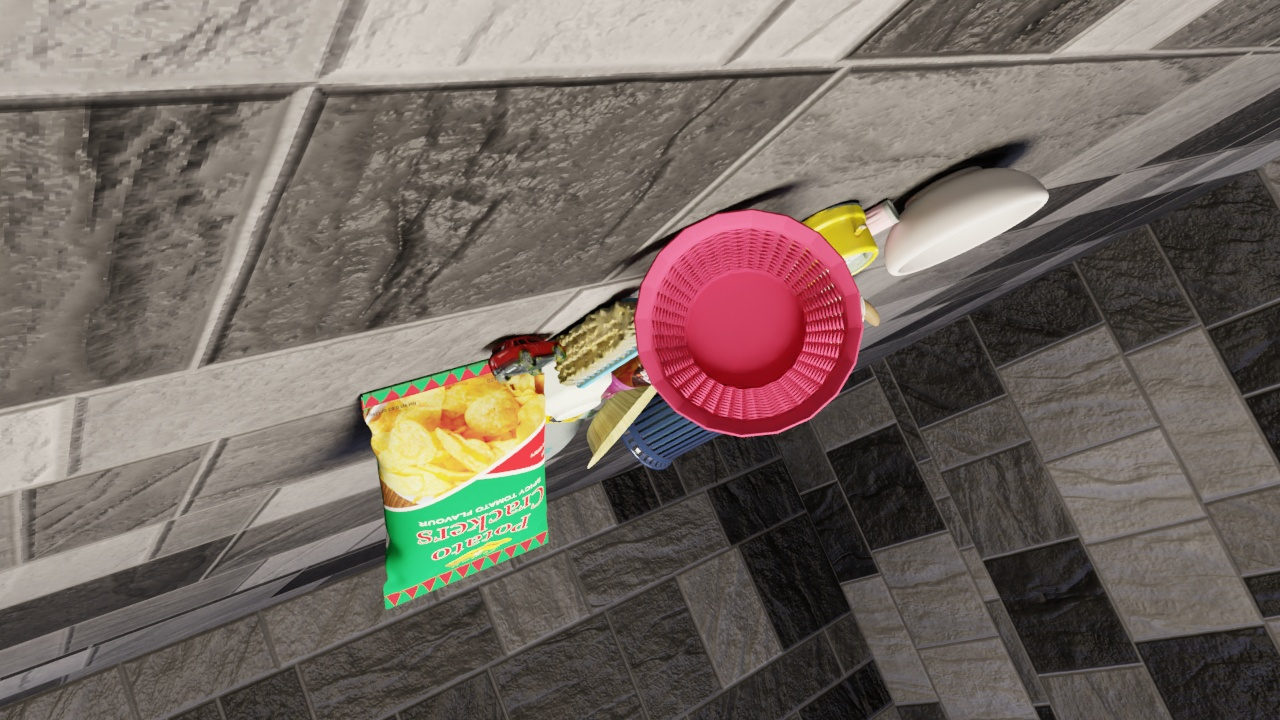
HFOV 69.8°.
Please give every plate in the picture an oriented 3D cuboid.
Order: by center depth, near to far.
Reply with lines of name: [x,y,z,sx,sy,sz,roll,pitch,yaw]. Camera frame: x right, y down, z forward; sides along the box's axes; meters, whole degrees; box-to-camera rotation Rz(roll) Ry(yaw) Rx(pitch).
plate: [-0.025,0.064,1.247,0.184,0.036,0.184,-50,174,-7]

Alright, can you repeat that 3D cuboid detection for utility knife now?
utility knife: [-0.099,0.067,1.158,0.030,0.018,0.190,-40,166,17]

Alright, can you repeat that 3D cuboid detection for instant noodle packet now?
instant noodle packet: [-0.179,0.120,0.939,0.195,0.253,0.090,-17,-147,-33]

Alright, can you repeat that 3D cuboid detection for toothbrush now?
toothbrush: [0.176,-0.110,1.000,0.223,0.027,0.026,-27,-157,28]

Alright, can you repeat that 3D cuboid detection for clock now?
clock: [0.194,-0.112,0.927,0.083,0.057,0.119,-25,164,4]

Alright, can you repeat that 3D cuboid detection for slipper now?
slipper: [-0.112,0.063,1.235,0.098,0.054,0.270,-11,154,-43]

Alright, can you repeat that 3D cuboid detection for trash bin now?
trash bin: [0.098,0.053,1.381,0.250,0.139,0.139,-31,168,31]

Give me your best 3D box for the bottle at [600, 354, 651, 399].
bottle: [-0.007,0.006,1.096,0.166,0.059,0.059,-29,169,28]

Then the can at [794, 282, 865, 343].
can: [0.244,-0.069,1.199,0.087,0.086,0.116,-26,170,16]

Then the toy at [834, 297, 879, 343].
toy: [0.279,-0.065,1.308,0.134,0.106,0.108,-23,-178,-26]

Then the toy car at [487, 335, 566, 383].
toy car: [-0.108,-0.003,0.877,0.042,0.036,0.091,-29,168,27]

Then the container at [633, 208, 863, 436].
container: [0.098,-0.032,0.856,0.183,0.183,0.225,-24,178,6]

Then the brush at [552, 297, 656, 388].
brush: [-0.024,-0.022,0.911,0.075,0.055,0.136,-6,161,-47]

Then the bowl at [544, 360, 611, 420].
bowl: [-0.082,0.031,1.055,0.117,0.061,0.117,-22,170,-4]

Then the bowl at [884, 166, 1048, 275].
bowl: [0.337,-0.159,0.984,0.176,0.066,0.177,-23,171,-4]
